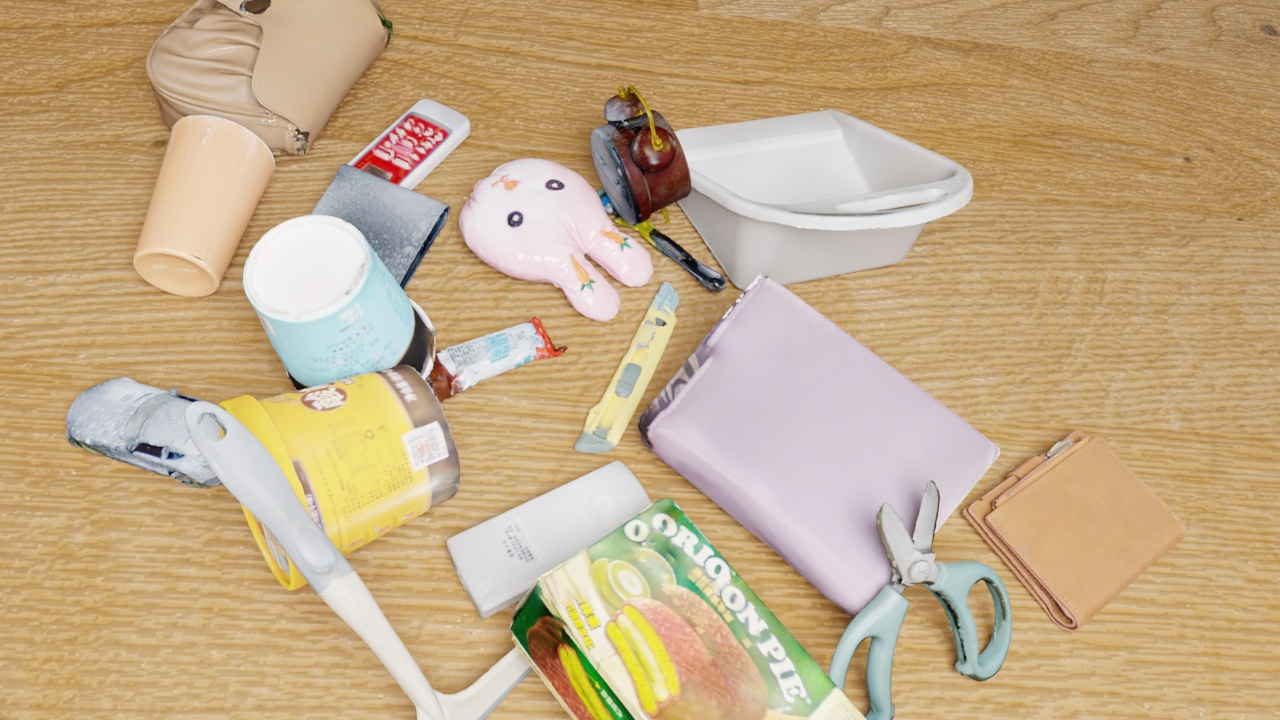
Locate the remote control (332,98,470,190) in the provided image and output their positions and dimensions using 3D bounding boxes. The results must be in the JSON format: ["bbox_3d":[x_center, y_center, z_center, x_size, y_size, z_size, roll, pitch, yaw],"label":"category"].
[{"bbox_3d":[-0.203,-0.178,0.789,0.056,0.020,0.135,27,56,11],"label":"remote control"}]

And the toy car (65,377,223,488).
[{"bbox_3d":[-0.317,0.044,0.605,0.120,0.037,0.054,15,54,5],"label":"toy car"}]

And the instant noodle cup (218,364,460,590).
[{"bbox_3d":[-0.183,0.064,0.567,0.114,0.119,0.118,-21,61,-31],"label":"instant noodle cup"}]

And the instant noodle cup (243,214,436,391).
[{"bbox_3d":[-0.203,-0.033,0.613,0.111,0.121,0.111,0,62,1],"label":"instant noodle cup"}]

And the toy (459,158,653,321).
[{"bbox_3d":[-0.066,-0.101,0.740,0.159,0.054,0.121,36,57,6],"label":"toy"}]

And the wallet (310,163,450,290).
[{"bbox_3d":[-0.219,-0.091,0.716,0.097,0.019,0.120,22,67,7],"label":"wallet"}]

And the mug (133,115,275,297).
[{"bbox_3d":[-0.332,-0.113,0.693,0.078,0.078,0.122,7,60,-4],"label":"mug"}]

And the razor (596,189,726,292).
[{"bbox_3d":[0.019,-0.101,0.768,0.042,0.022,0.143,-34,64,-28],"label":"razor"}]

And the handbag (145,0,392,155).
[{"bbox_3d":[-0.316,-0.268,0.786,0.148,0.100,0.204,20,58,1],"label":"handbag"}]

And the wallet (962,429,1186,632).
[{"bbox_3d":[0.312,0.116,0.658,0.131,0.031,0.108,-27,66,-26],"label":"wallet"}]

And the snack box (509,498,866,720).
[{"bbox_3d":[0.045,0.200,0.509,0.240,0.063,0.114,46,44,17],"label":"snack box"}]

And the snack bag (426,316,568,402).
[{"bbox_3d":[-0.108,-0.004,0.677,0.105,0.026,0.045,-21,60,-21],"label":"snack bag"}]

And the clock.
[{"bbox_3d":[-0.001,-0.161,0.723,0.055,0.122,0.082,-25,60,-11],"label":"clock"}]

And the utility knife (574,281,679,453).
[{"bbox_3d":[-0.004,0.004,0.700,0.031,0.019,0.174,25,50,2],"label":"utility knife"}]

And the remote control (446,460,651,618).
[{"bbox_3d":[-0.056,0.115,0.605,0.135,0.019,0.056,-23,61,-23],"label":"remote control"}]

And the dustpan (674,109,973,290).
[{"bbox_3d":[0.142,-0.164,0.763,0.222,0.143,0.257,-12,59,-17],"label":"dustpan"}]

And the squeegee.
[{"bbox_3d":[-0.157,0.122,0.485,0.245,0.039,0.246,-40,107,-31],"label":"squeegee"}]

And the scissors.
[{"bbox_3d":[0.157,0.162,0.551,0.176,0.174,0.019,-41,29,-11],"label":"scissors"}]

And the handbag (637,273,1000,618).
[{"bbox_3d":[0.115,0.060,0.624,0.197,0.098,0.144,39,74,17],"label":"handbag"}]
